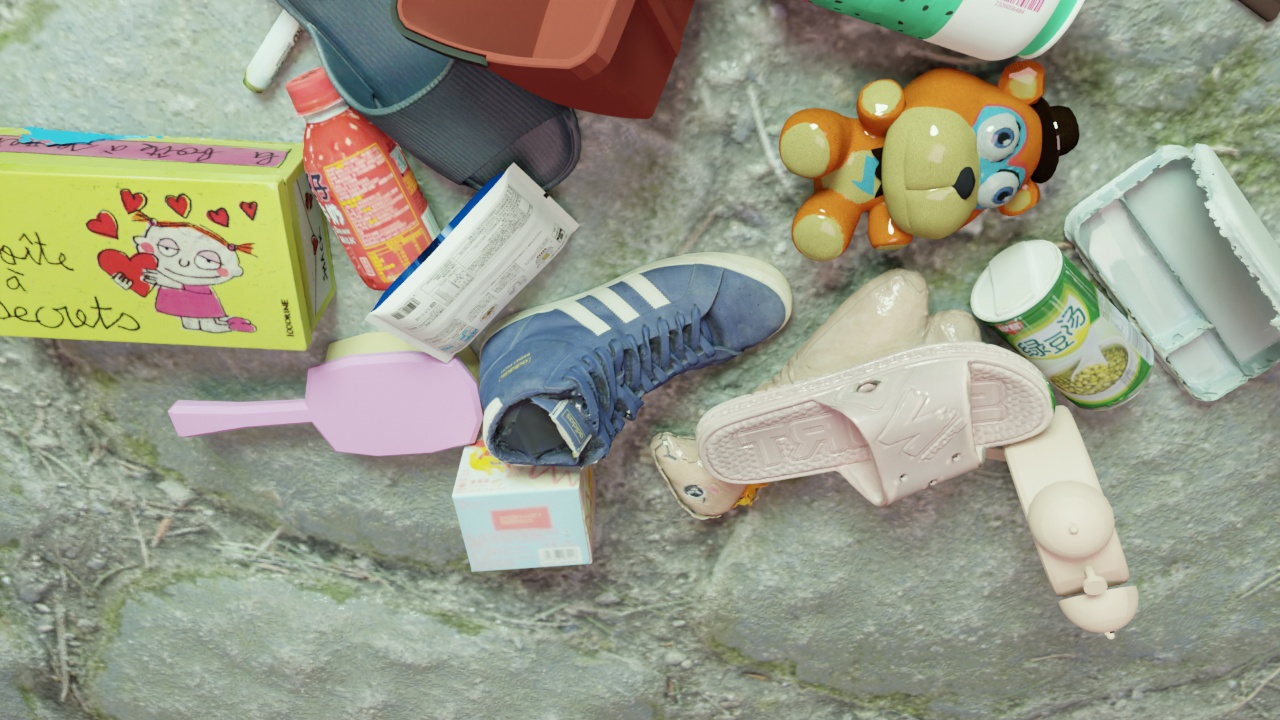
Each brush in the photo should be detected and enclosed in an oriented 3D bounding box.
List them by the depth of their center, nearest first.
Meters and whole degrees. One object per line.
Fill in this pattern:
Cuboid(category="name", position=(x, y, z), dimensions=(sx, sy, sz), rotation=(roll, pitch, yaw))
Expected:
Cuboid(category="brush", position=(-0.231, 0.028, 0.684), dimensions=(0.229, 0.043, 0.089), rotation=(-4, 123, 2))

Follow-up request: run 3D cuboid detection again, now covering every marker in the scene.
Cuboid(category="marker", position=(-0.194, -0.217, 0.542), dimensions=(0.017, 0.017, 0.147), rotation=(36, 117, -21))

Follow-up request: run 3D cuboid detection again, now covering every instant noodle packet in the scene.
Cuboid(category="instant noodle packet", position=(-0.106, -0.059, 0.599), dimensions=(0.134, 0.026, 0.087), rotation=(-45, 149, 4))

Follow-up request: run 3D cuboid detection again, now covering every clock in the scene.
Cuboid(category="clock", position=(0.295, 0.106, 0.665), dimensions=(0.086, 0.160, 0.131), rotation=(-23, 120, 15))

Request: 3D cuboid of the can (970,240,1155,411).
Cuboid(category="can", position=(0.293, -0.023, 0.638), dimensions=(0.121, 0.067, 0.067), rotation=(37, 116, -22))

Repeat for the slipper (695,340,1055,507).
Cuboid(category="slipper", position=(0.154, 0.051, 0.614), dimensions=(0.240, 0.064, 0.094), rotation=(-11, 130, 14))

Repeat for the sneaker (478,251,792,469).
Cuboid(category="sneaker", position=(-0.005, 0.003, 0.624), dimensions=(0.233, 0.118, 0.091), rotation=(-11, 122, 7))

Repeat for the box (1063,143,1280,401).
Cuboid(category="box", position=(0.381, -0.041, 0.622), dimensions=(0.211, 0.129, 0.106), rotation=(44, 127, -18))

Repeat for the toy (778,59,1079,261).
Cuboid(category="toy", position=(0.174, -0.125, 0.564), dimensions=(0.176, 0.096, 0.112), rotation=(-18, 124, -1))

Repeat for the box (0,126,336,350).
Cuboid(category="box", position=(-0.323, -0.079, 0.593), dimensions=(0.221, 0.082, 0.125), rotation=(3, 123, -4))

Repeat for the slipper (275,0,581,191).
Cuboid(category="slipper", position=(-0.138, -0.176, 0.519), dimensions=(0.101, 0.082, 0.263), rotation=(-33, 125, 20))

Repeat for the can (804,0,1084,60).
Cuboid(category="can", position=(0.150, -0.224, 0.495), dimensions=(0.166, 0.088, 0.088), rotation=(14, 122, -9))

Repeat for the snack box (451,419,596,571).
Cuboid(category="snack box", position=(-0.085, 0.098, 0.700), dimensions=(0.093, 0.094, 0.080), rotation=(-4, 122, 3))

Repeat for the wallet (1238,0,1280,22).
Cuboid(category="wallet", position=(0.368, -0.264, 0.513), dimensions=(0.091, 0.018, 0.116), rotation=(25, 121, -16))

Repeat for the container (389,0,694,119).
Cuboid(category="container", position=(-0.043, -0.202, 0.418), dimensions=(0.127, 0.200, 0.148), rotation=(19, 92, 20))

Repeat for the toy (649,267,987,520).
Cuboid(category="toy", position=(0.142, 0.050, 0.688), dimensions=(0.196, 0.065, 0.265), rotation=(32, 119, -14))

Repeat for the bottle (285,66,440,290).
Cuboid(category="bottle", position=(-0.177, -0.115, 0.582), dimensions=(0.062, 0.061, 0.138), rotation=(-15, 121, 9))
